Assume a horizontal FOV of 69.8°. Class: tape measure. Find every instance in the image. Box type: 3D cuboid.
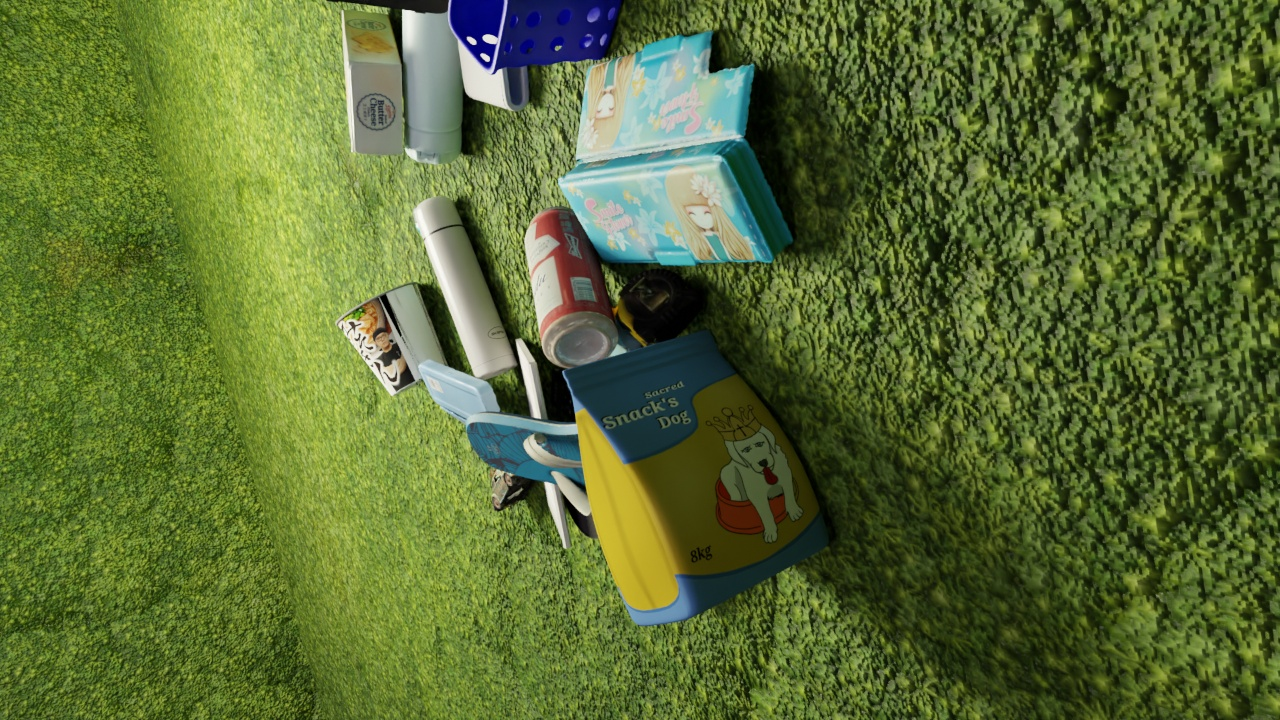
[{"bbox_3d":[0.013,-0.048,0.786,0.062,0.067,0.038,43,174,36],"label":"tape measure"}]

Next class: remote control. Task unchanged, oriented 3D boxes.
[{"bbox_3d":[-0.043,0.058,0.961,0.150,0.022,0.047,36,132,39],"label":"remote control"}]

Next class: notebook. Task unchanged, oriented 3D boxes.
[{"bbox_3d":[-0.110,0.089,1.031,0.142,0.009,0.210,-139,38,-72],"label":"notebook"}]

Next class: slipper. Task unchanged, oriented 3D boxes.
[{"bbox_3d":[-0.060,0.106,0.888,0.295,0.060,0.118,4,136,32],"label":"slipper"}]

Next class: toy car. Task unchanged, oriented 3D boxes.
[{"bbox_3d":[-0.163,0.147,1.147,0.047,0.047,0.112,53,142,17],"label":"toy car"}]

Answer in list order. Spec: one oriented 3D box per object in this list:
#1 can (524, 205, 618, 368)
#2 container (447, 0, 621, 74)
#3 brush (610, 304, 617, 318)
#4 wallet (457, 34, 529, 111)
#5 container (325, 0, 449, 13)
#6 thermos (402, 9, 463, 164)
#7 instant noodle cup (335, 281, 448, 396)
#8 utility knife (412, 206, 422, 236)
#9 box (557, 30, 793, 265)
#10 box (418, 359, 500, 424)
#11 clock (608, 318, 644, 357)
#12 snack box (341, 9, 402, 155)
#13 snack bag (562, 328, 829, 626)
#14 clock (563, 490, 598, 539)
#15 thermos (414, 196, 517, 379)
[{"bbox_3d":[-0.066,-0.070,0.841,0.170,0.067,0.067,-105,24,-43],"label":"can"},{"bbox_3d":[-0.087,-0.298,0.764,0.085,0.113,0.085,54,143,25],"label":"container"},{"bbox_3d":[-0.039,-0.037,0.910,0.048,0.017,0.127,62,145,14],"label":"brush"},{"bbox_3d":[-0.158,-0.321,0.927,0.115,0.037,0.118,30,132,45],"label":"wallet"},{"bbox_3d":[-0.205,-0.428,0.792,0.242,0.162,0.130,-34,77,41],"label":"container"},{"bbox_3d":[-0.225,-0.314,0.999,0.077,0.065,0.207,-95,12,-53],"label":"thermos"},{"bbox_3d":[-0.330,-0.025,1.254,0.124,0.123,0.122,-26,93,56],"label":"instant noodle cup"},{"bbox_3d":[-0.252,-0.132,1.173,0.174,0.015,0.031,51,146,25],"label":"utility knife"},{"bbox_3d":[0.013,-0.162,0.735,0.227,0.071,0.182,9,114,54],"label":"box"},{"bbox_3d":[-0.208,0.066,1.137,0.209,0.034,0.127,16,142,56],"label":"box"},{"bbox_3d":[-0.005,0.005,0.850,0.125,0.053,0.090,-37,76,55],"label":"clock"},{"bbox_3d":[-0.312,-0.326,1.065,0.207,0.057,0.104,-117,29,-51],"label":"snack box"},{"bbox_3d":[0.037,0.084,0.733,0.103,0.158,0.205,-32,78,54],"label":"snack bag"},{"bbox_3d":[-0.049,0.136,0.985,0.091,0.042,0.120,-35,77,55],"label":"clock"},{"bbox_3d":[-0.211,-0.089,1.099,0.052,0.052,0.224,-28,82,56],"label":"thermos"}]
